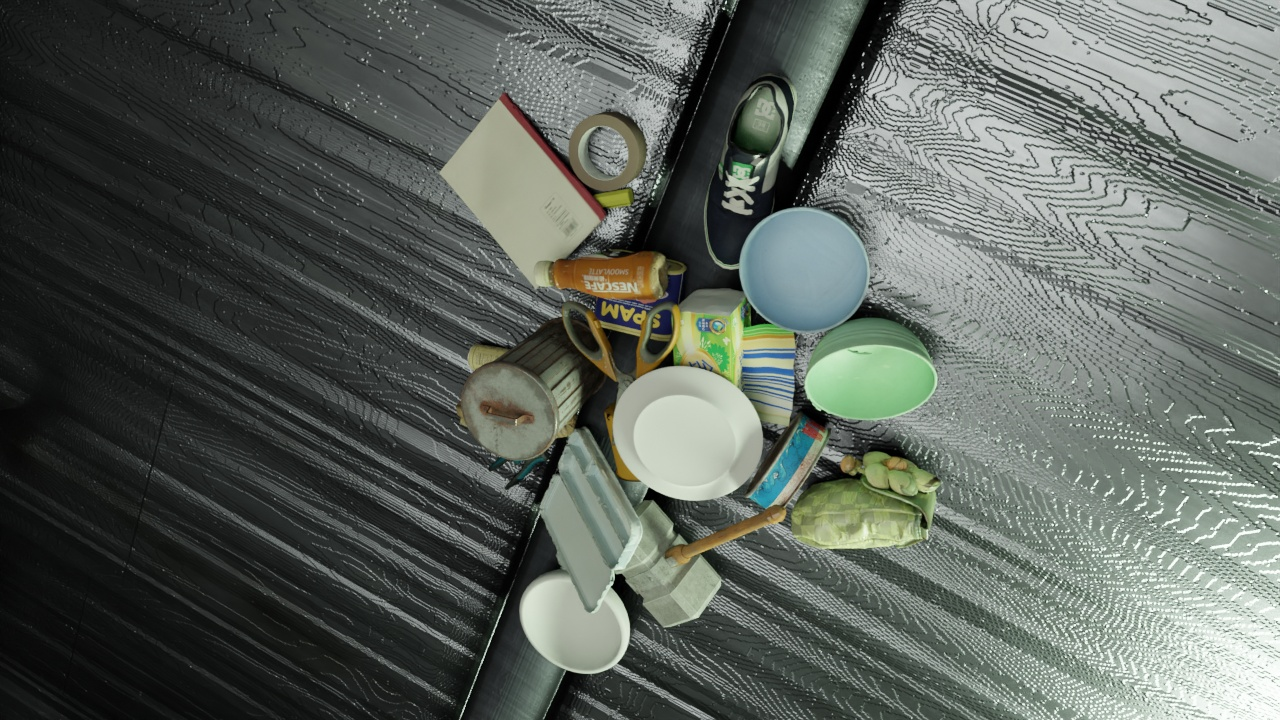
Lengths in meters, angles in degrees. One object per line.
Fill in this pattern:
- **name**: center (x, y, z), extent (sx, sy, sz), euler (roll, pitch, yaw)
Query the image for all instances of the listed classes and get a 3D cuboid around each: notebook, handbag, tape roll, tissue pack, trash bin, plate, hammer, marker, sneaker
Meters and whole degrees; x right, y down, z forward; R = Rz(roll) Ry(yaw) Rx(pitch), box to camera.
- **notebook**: center (-0.156, -0.219, 1.201), extent (0.153, 0.012, 0.208), euler (-41, 86, 29)
- **handbag**: center (0.281, 0.172, 1.154), extent (0.187, 0.113, 0.117), euler (-4, 102, 23)
- **tape roll**: center (-0.041, -0.260, 1.143), extent (0.094, 0.030, 0.094), euler (8, 113, 18)
- **tissue pack**: center (0.123, 0.016, 1.151), extent (0.141, 0.120, 0.198), euler (5, 119, 20)
- **trash bin**: center (-0.134, 0.033, 1.195), extent (0.131, 0.210, 0.131), euler (8, 113, 18)
- **plate**: center (0.056, 0.096, 1.132), extent (0.189, 0.016, 0.189), euler (6, 116, 12)
- **hammer**: center (0.087, 0.242, 1.212), extent (0.162, 0.082, 0.319), euler (49, 139, -3)
- **marker**: center (-0.068, -0.202, 1.185), extent (0.124, 0.017, 0.021), euler (-5, 141, 24)
- **sneaker**: center (0.120, -0.213, 1.073), extent (0.084, 0.078, 0.236), euler (19, 117, 12)

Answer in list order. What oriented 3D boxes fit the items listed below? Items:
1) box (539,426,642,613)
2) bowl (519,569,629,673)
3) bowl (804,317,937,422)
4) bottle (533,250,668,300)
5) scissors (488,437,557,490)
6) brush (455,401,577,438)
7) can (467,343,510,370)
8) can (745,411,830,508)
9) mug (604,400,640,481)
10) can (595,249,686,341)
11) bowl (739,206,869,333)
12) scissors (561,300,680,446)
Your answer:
- **box**: center (-0.075, 0.223, 1.288), extent (0.208, 0.037, 0.189), euler (55, 136, 41)
- **bowl**: center (-0.093, 0.388, 1.406), extent (0.177, 0.066, 0.177), euler (8, 113, 18)
- **bowl**: center (0.271, 0.001, 1.091), extent (0.151, 0.076, 0.151), euler (4, 142, 3)
- **bottle**: center (-0.051, -0.106, 1.130), extent (0.167, 0.059, 0.059), euler (3, 112, 20)
- **scissors**: center (-0.174, 0.140, 1.364), extent (0.144, 0.019, 0.126), euler (5, 112, 17)
- **brush**: center (-0.179, 0.080, 1.319), extent (0.196, 0.059, 0.043), euler (3, 121, 22)
- **can**: center (-0.203, 0.000, 1.306), extent (0.079, 0.038, 0.038), euler (9, 114, 17)
- **can**: center (0.186, 0.130, 1.159), extent (0.044, 0.129, 0.130), euler (33, 119, 5)
- **mug**: center (0.013, 0.100, 1.222), extent (0.124, 0.100, 0.094), euler (13, 119, 57)
- **can**: center (-0.001, -0.086, 1.185), extent (0.116, 0.056, 0.092), euler (14, 114, 15)
- **bowl**: center (0.199, -0.114, 1.086), extent (0.151, 0.074, 0.151), euler (8, 113, 18)
- **scissors**: center (-0.009, 0.008, 1.139), extent (0.217, 0.016, 0.225), euler (-28, 95, 34)
